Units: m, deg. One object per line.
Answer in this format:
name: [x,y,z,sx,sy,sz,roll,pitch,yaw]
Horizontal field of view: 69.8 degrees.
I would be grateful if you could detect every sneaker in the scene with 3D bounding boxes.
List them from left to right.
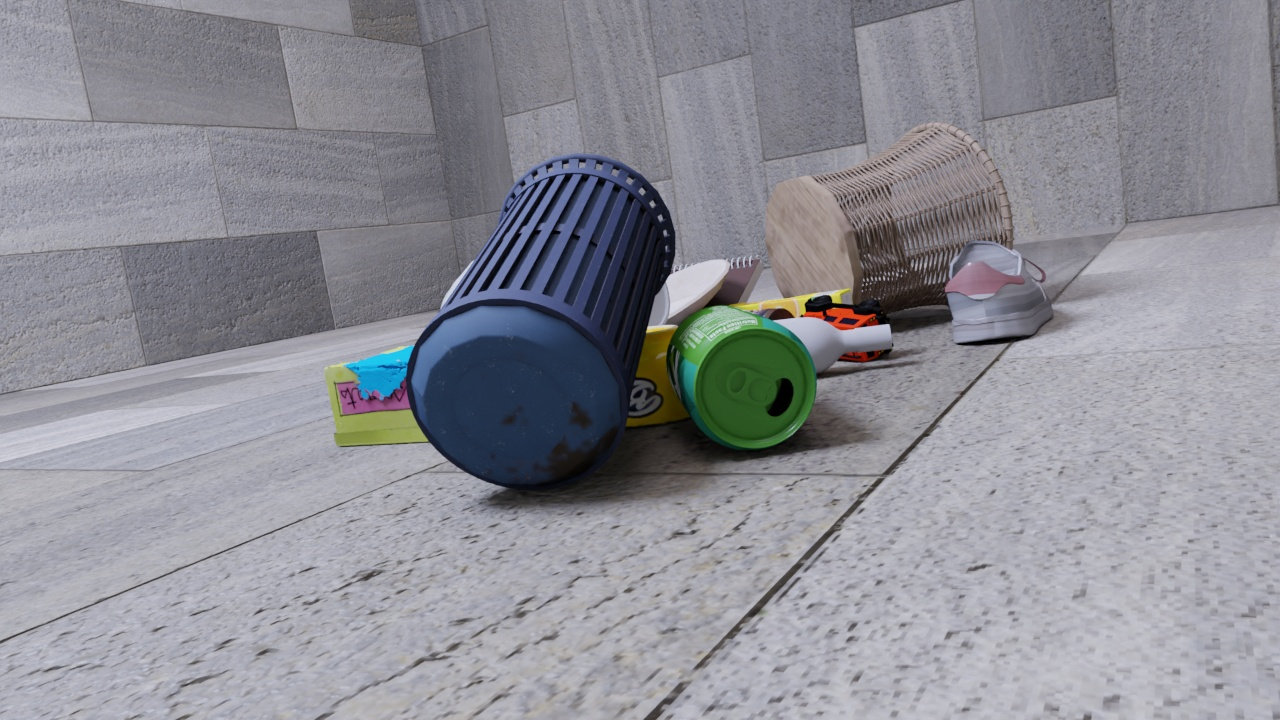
sneaker: [0.359,-0.079,0.928,0.099,0.089,0.235,-5,8,26]

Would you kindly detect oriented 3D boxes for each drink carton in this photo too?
drink carton: [0.154,-0.037,0.965,0.135,0.058,0.042,-5,8,31]

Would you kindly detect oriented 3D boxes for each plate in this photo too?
plate: [0.019,-0.053,1.021,0.189,0.027,0.188,-28,15,8]

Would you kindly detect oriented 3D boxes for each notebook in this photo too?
notebook: [0.027,-0.058,1.094,0.210,0.022,0.171,-3,41,35]

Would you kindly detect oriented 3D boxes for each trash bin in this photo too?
trash bin: [-0.057,-0.032,0.611,0.139,0.139,0.248,-7,29,12]

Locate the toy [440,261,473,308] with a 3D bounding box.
toy: [-0.170,-0.065,1.345,0.266,0.186,0.128,6,-25,27]

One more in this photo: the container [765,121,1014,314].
container: [0.279,-0.143,1.072,0.196,0.227,0.227,-18,10,-16]

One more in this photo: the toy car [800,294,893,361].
toy car: [0.192,-0.029,0.871,0.048,0.051,0.100,-32,25,-27]

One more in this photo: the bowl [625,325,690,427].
bowl: [0.007,0.009,0.740,0.117,0.067,0.117,-8,7,1]

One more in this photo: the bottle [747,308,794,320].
bottle: [0.101,-0.023,0.922,0.056,0.056,0.105,-15,9,-42]

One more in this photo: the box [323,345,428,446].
box: [-0.151,0.022,0.801,0.221,0.079,0.124,-8,8,23]

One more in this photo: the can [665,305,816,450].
can: [0.064,0.008,0.614,0.083,0.083,0.144,-9,7,-2]

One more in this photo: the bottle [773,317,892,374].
bottle: [0.120,-0.009,0.808,0.195,0.052,0.052,-7,7,10]

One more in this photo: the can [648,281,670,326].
can: [-0.059,-0.046,0.869,0.144,0.099,0.099,-26,-4,36]
